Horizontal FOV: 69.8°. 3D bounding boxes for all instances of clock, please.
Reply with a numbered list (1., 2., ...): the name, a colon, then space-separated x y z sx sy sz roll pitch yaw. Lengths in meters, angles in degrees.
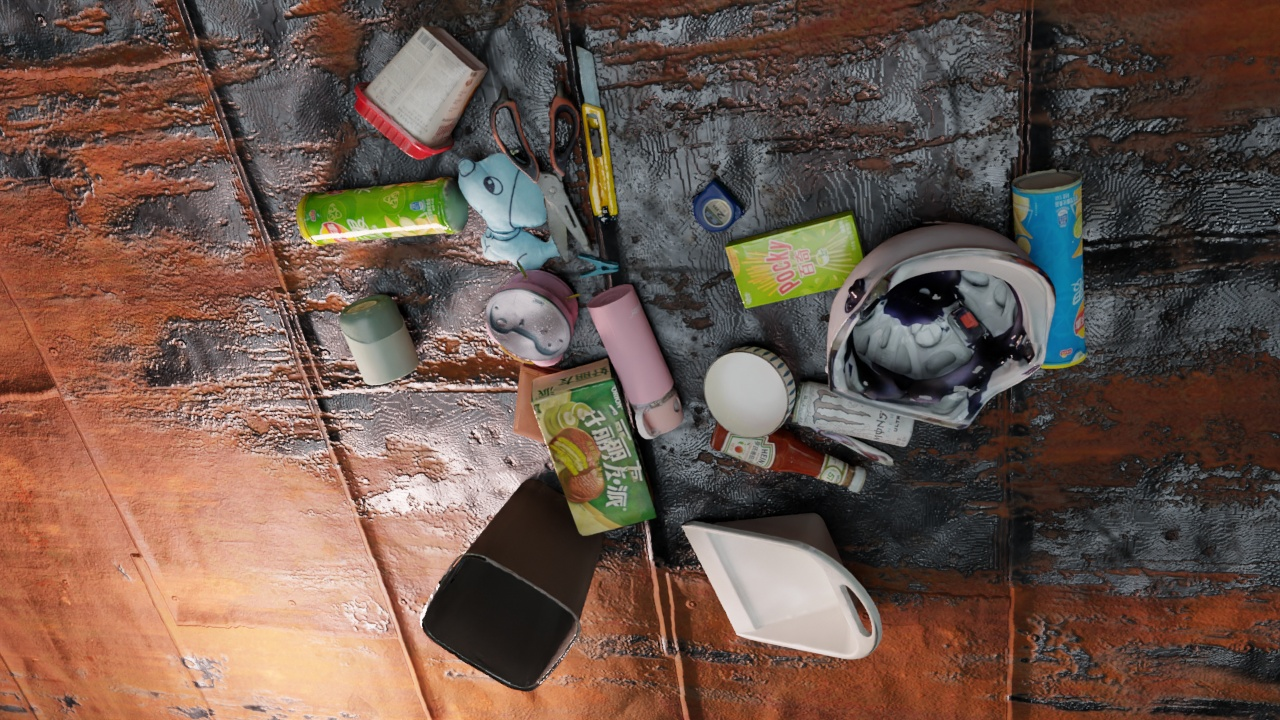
1. clock: -0.144 -0.049 1.208 0.117 0.059 0.159 27 133 -3

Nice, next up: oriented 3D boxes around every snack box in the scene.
1. snack box: 0.188 -0.120 1.104 0.157 0.026 0.086 -12 113 22
2. snack box: -0.062 0.122 1.254 0.114 0.063 0.240 -14 119 3

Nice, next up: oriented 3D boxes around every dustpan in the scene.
1. dustpan: 0.202 0.325 1.272 0.258 0.142 0.223 -18 111 22

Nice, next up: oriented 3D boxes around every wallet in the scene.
1. wallet: -0.127 0.066 1.292 0.101 0.032 0.125 17 120 10

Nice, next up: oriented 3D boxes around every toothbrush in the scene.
1. toothbrush: 0.247 0.097 1.207 0.187 0.017 0.016 25 122 3

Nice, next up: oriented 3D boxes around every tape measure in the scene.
1. tape measure: 0.091 -0.183 1.099 0.058 0.025 0.055 46 121 -6

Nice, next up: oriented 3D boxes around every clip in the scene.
1. clip: -0.054 -0.121 1.180 0.055 0.013 0.034 0 118 15

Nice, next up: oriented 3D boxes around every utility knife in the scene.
1. utility knife: -0.055 -0.265 1.102 0.033 0.015 0.218 -1 117 13

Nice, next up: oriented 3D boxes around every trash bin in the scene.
1. trash bin: -0.168 0.309 1.322 0.198 0.219 0.199 32 121 -3

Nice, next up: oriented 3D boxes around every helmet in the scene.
1. helmet: 0.323 -0.058 1.021 0.229 0.145 0.259 12 132 -8

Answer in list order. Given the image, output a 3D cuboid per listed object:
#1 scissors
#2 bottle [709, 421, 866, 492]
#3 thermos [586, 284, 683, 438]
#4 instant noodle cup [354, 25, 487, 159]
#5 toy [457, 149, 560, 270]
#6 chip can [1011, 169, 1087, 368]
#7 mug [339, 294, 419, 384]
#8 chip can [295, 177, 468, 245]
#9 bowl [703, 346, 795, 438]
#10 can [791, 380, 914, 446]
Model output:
1. scissors: -0.105 -0.231 1.114 0.197 0.015 0.214 23 104 -21
2. bottle: 0.195 0.124 1.211 0.206 0.059 0.060 20 121 5
3. thermos: -0.007 0.007 1.193 0.067 0.087 0.199 -8 114 34
4. instant noodle cup: -0.252 -0.319 1.081 0.116 0.116 0.124 41 109 -8
5. toy: -0.163 -0.190 1.154 0.161 0.049 0.157 22 118 -11
6. chip can: 0.452 -0.099 1.013 0.071 0.071 0.210 -5 116 18
7. mug: -0.374 -0.033 1.287 0.112 0.082 0.106 10 125 47
8. chip can: -0.331 -0.192 1.187 0.221 0.072 0.073 -3 116 17
9. bowl: 0.146 0.034 1.167 0.117 0.066 0.116 11 112 29
10. can: 0.269 0.066 1.161 0.147 0.058 0.058 12 120 10
